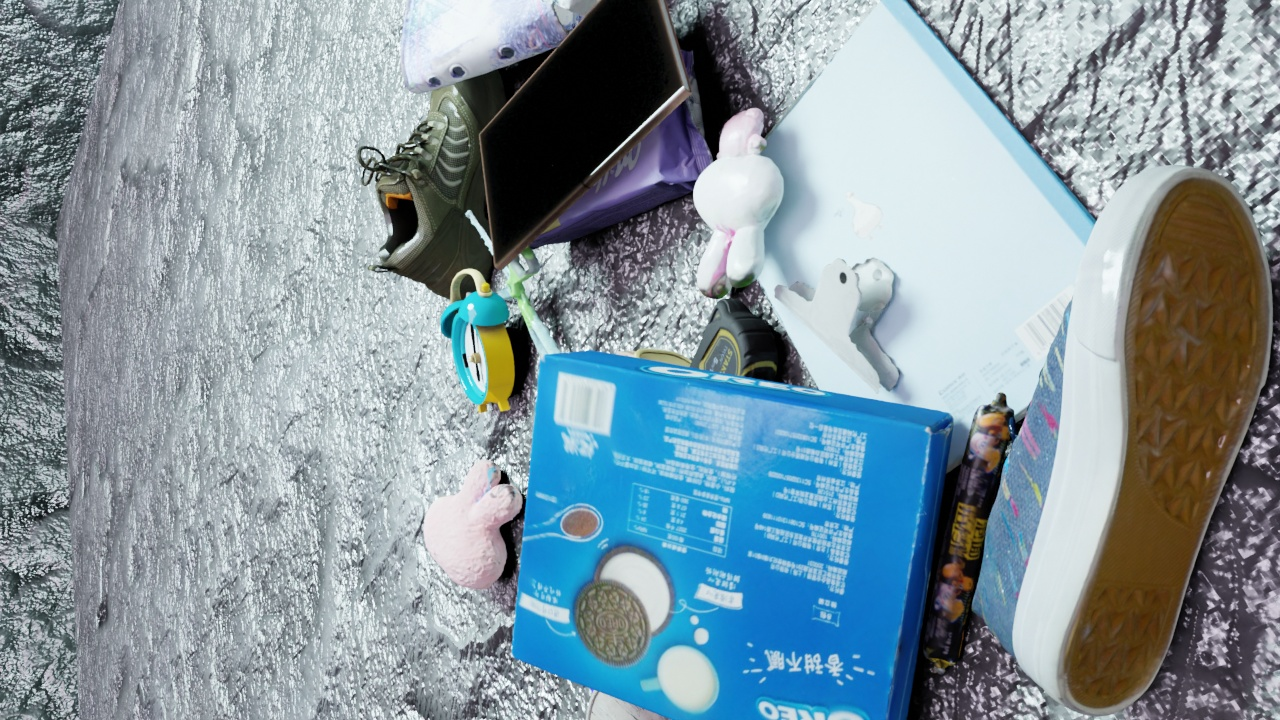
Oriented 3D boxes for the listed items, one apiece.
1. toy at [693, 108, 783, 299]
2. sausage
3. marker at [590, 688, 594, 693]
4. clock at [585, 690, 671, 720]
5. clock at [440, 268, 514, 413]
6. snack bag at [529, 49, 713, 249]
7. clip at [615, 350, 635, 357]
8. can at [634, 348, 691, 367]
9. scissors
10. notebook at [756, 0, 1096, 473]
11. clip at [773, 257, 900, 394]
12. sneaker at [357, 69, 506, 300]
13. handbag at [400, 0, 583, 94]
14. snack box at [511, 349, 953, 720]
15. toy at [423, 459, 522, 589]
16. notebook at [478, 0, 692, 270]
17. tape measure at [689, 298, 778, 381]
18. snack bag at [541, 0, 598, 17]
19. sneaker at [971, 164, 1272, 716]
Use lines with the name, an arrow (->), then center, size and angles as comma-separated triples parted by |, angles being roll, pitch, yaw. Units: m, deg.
toy -> 0.063, -0.101, 0.594 | 0.079, 0.038, 0.122 | 6, 91, 63
sausage -> 0.167, 0.090, 0.471 | 0.020, 0.020, 0.155 | 21, 107, 48
marker -> -0.050, 0.209, 0.716 | 0.020, 0.020, 0.141 | -56, 48, 29
clock -> 0.010, 0.233, 0.612 | 0.103, 0.061, 0.157 | 23, 105, 48
clock -> -0.145, -0.017, 0.821 | 0.099, 0.043, 0.129 | -11, 91, 61
snack bag -> -0.026, -0.152, 0.702 | 0.206, 0.058, 0.096 | -13, 79, 45
clip -> 0.001, 0.004, 0.682 | 0.052, 0.059, 0.026 | 0, 86, 9
can -> 0.020, 0.063, 0.624 | 0.116, 0.056, 0.092 | 51, 124, 39
scissors -> -0.105, -0.058, 0.773 | 0.172, 0.023, 0.172 | 60, 164, -4
notebook -> 0.146, -0.068, 0.528 | 0.182, 0.009, 0.253 | -48, 52, 35
clip -> 0.124, -0.033, 0.533 | 0.101, 0.045, 0.056 | 50, 130, 39
sneaker -> -0.211, -0.181, 0.851 | 0.101, 0.142, 0.238 | 2, 87, 50
handbag -> -0.125, -0.297, 0.784 | 0.159, 0.069, 0.126 | -12, 61, 25
snack box -> 0.042, 0.107, 0.527 | 0.239, 0.056, 0.195 | 10, 98, 28
toy -> -0.147, 0.144, 0.814 | 0.108, 0.053, 0.105 | 42, 106, 43
notebook -> -0.051, -0.179, 0.674 | 0.210, 0.008, 0.141 | -36, 52, 35
tape measure -> 0.063, -0.001, 0.597 | 0.061, 0.034, 0.062 | 57, 138, 41
snack bag -> 0.009, -0.353, 0.666 | 0.041, 0.077, 0.226 | 49, 121, 43
sneaker -> 0.205, 0.033, 0.410 | 0.079, 0.087, 0.235 | -148, 65, -68
